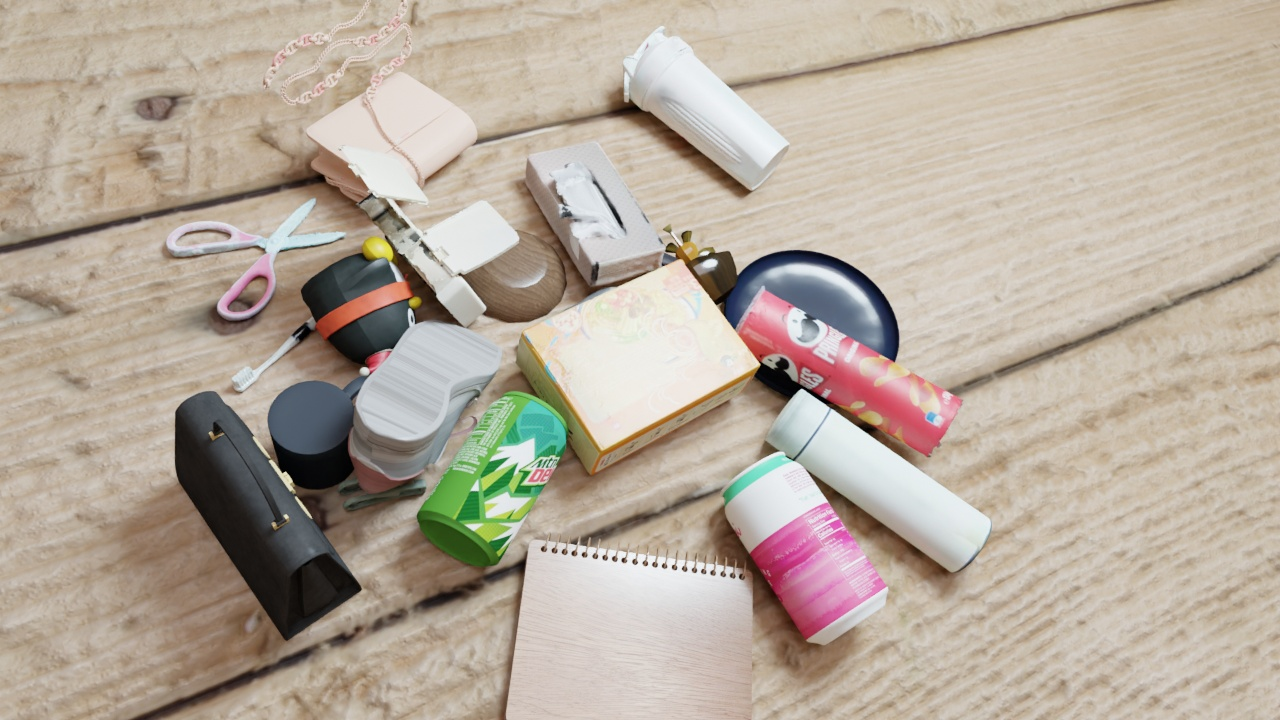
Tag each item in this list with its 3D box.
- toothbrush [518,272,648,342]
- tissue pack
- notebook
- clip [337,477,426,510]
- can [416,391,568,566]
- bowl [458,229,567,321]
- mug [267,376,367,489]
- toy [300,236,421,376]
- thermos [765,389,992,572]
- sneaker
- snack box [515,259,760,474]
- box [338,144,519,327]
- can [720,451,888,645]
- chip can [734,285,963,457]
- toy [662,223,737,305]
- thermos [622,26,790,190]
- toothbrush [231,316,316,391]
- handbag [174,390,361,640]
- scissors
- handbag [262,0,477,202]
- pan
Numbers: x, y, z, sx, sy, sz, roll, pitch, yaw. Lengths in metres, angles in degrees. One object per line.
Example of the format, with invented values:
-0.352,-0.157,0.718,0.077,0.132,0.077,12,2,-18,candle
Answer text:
-0.050,-0.059,0.978,0.185,0.022,0.024,-33,59,-27,toothbrush
-0.055,-0.168,1.006,0.103,0.071,0.181,-15,61,-24,tissue pack
-0.004,0.246,0.814,0.210,0.022,0.168,10,60,-8,notebook
-0.235,0.114,0.833,0.076,0.023,0.047,-15,63,-24,clip
-0.130,0.105,0.827,0.083,0.083,0.143,28,57,3,can
-0.134,-0.098,0.976,0.118,0.030,0.117,6,59,-11,bowl
-0.278,0.056,0.822,0.071,0.078,0.104,38,59,9,mug
-0.260,-0.044,0.881,0.099,0.097,0.119,-28,93,-10,toy
0.236,0.119,0.922,0.230,0.068,0.067,36,58,9,thermos
-0.200,0.042,0.836,0.099,0.090,0.235,30,25,0,sneaker
-0.005,0.005,0.918,0.194,0.081,0.145,-27,71,-25,snack box
-0.194,-0.135,0.873,0.101,0.194,0.143,-42,78,-6,box
0.150,0.174,0.854,0.088,0.088,0.166,-24,68,-25,can
0.208,0.012,0.942,0.233,0.073,0.073,30,58,8,chip can
0.058,-0.104,0.994,0.076,0.062,0.100,-37,84,13,toy
0.075,-0.303,1.115,0.220,0.100,0.099,43,59,8,thermos
-0.325,-0.035,0.900,0.012,0.017,0.186,31,57,15,toothbrush
-0.302,0.104,0.718,0.072,0.196,0.176,-33,73,-28,handbag
-0.397,-0.120,0.934,0.158,0.014,0.172,26,58,2,scissors
-0.264,-0.263,0.948,0.116,0.188,0.198,31,53,13,handbag
0.119,-0.071,1.030,0.356,0.021,0.198,25,59,5,pan
